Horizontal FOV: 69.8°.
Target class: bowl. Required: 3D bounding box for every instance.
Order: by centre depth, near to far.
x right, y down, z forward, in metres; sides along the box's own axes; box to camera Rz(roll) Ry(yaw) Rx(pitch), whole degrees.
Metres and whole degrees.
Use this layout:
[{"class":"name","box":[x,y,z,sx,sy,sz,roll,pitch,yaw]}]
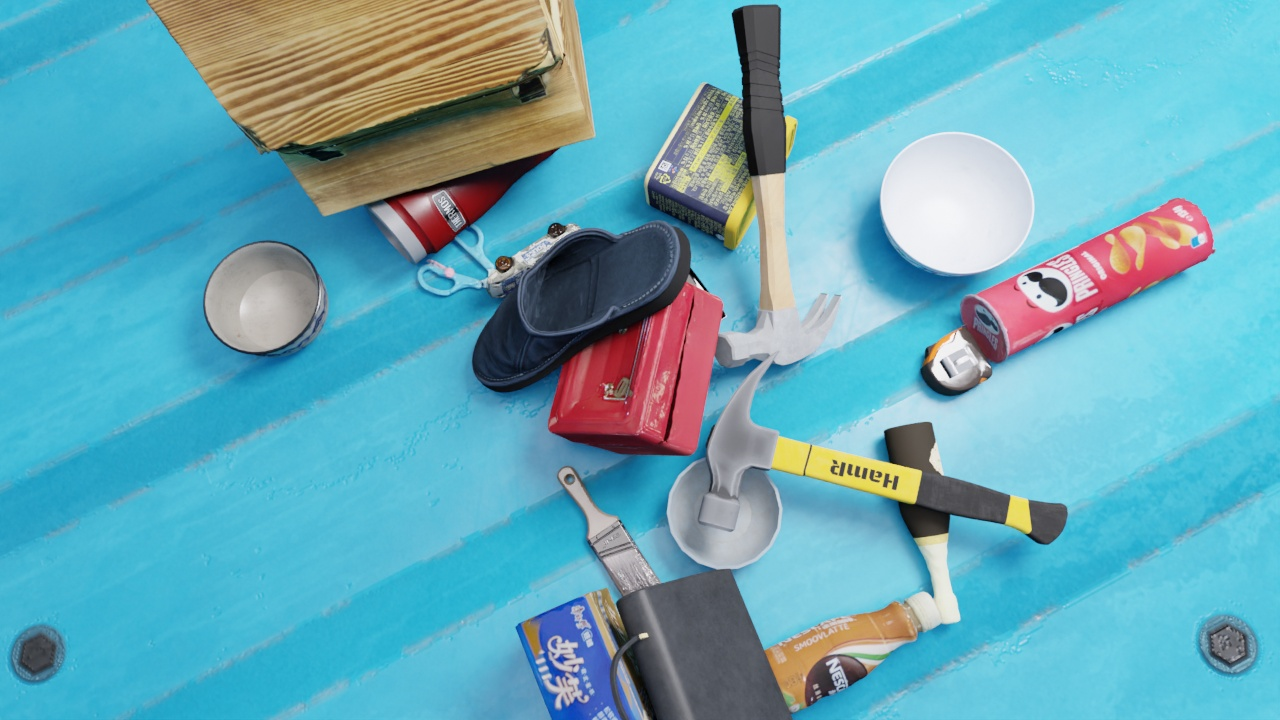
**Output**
[{"class":"bowl","box":[0.078,0.143,0.866,0.106,0.039,0.106,0,77,2]},{"class":"bowl","box":[0.301,-0.142,0.906,0.144,0.074,0.143,0,77,2]},{"class":"bowl","box":[-0.366,-0.055,0.918,0.115,0.059,0.115,0,77,2]}]

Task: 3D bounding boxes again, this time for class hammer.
[{"class":"hammer","box":[0.220,0.103,0.828,0.324,0.034,0.169,14,81,4]},{"class":"hammer","box":[0.121,-0.159,0.861,0.131,0.039,0.328,-11,103,-25]}]

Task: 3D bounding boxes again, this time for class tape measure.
[{"class":"tape measure","box":[0.305,0.003,0.891,0.059,0.038,0.058,-26,77,-4]}]

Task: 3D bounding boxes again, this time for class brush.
[{"class":"brush","box":[-0.034,0.165,0.879,0.039,0.012,0.151,-33,78,-5]}]

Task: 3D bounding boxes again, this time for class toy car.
[{"class":"toy car","box":[-0.104,-0.096,0.918,0.112,0.048,0.040,-34,74,-13]}]

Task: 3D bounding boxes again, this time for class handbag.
[{"class":"handbag","box":[0.035,0.263,0.729,0.072,0.195,0.175,-32,65,22]}]

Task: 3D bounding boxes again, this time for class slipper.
[{"class":"slipper","box":[-0.081,-0.059,0.831,0.266,0.083,0.108,-25,56,36]}]

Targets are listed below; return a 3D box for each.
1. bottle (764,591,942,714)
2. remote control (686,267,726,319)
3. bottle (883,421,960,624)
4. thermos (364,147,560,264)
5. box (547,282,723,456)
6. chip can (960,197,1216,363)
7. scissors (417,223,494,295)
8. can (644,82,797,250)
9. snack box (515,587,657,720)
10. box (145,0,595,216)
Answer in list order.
[{"class":"bottle","box":[0.190,0.257,0.826,0.167,0.059,0.059,-24,77,-4]},{"class":"remote control","box":[0.041,-0.087,0.935,0.028,0.012,0.124,-34,78,-6]},{"class":"bottle","box":[0.268,0.151,0.855,0.045,0.045,0.184,-9,80,0]},{"class":"thermos","box":[-0.183,-0.193,0.933,0.198,0.084,0.108,-42,45,-12]},{"class":"box","box":[0.000,0.007,0.848,0.097,0.130,0.157,26,72,-37]},{"class":"chip can","box":[0.433,-0.079,0.889,0.233,0.073,0.073,-25,77,-5]},{"class":"scissors","box":[-0.154,-0.096,0.947,0.142,0.015,0.095,16,77,0]},{"class":"can","box":[0.080,-0.198,0.928,0.104,0.075,0.135,28,79,10]},{"class":"snack box","box":[-0.025,0.301,0.774,0.069,0.155,0.202,-24,77,-3]},{"class":"box","box":[-0.219,-0.323,0.777,0.279,0.337,0.285,-14,53,6]}]
